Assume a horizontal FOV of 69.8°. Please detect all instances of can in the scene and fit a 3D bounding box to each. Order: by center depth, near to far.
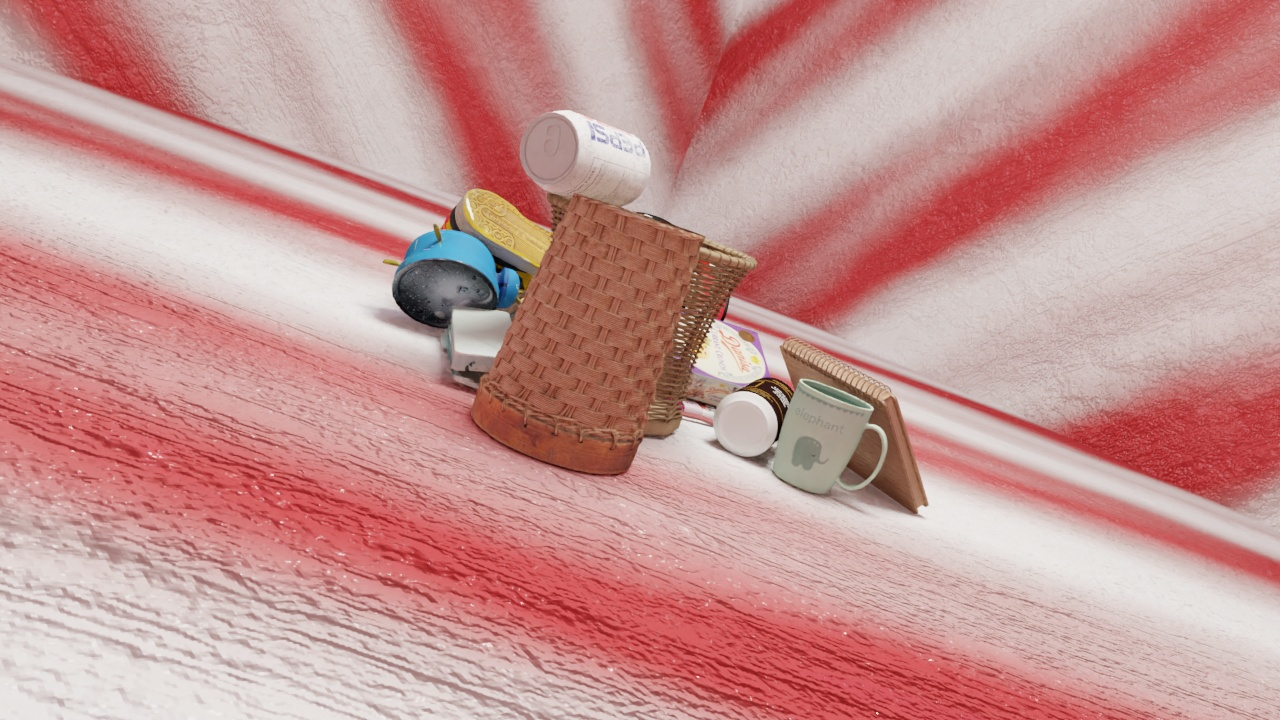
[{"bbox_3d":[-0.052,-0.197,0.905,0.078,0.078,0.136,25,13,25],"label":"can"},{"bbox_3d":[0.132,0.061,1.034,0.072,0.072,0.128,24,15,17],"label":"can"}]

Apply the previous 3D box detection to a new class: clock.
[{"bbox_3d":[-0.206,-0.083,1.045,0.161,0.117,0.060,38,37,-40],"label":"clock"}]

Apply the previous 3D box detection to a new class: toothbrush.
[{"bbox_3d":[0.077,0.069,1.082,0.184,0.016,0.015,13,19,-28],"label":"toothbrush"}]

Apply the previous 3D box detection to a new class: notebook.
[{"bbox_3d":[0.245,0.068,1.075,0.210,0.022,0.169,38,-24,60],"label":"notebook"}]

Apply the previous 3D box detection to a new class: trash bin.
[{"bbox_3d":[-0.043,-0.028,0.788,0.151,0.210,0.151,19,10,-4],"label":"trash bin"}]

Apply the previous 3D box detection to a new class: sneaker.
[{"bbox_3d":[-0.147,-0.114,1.127,0.238,0.085,0.122,27,-39,-34],"label":"sneaker"}]

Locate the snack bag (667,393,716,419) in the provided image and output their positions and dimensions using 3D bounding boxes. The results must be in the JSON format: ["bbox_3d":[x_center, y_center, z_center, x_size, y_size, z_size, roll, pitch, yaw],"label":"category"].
[{"bbox_3d":[0.085,0.061,1.133,0.196,0.016,0.070,15,13,-29],"label":"snack bag"}]

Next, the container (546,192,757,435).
[{"bbox_3d":[-0.018,-0.049,0.970,0.227,0.196,0.226,18,12,-4],"label":"container"}]

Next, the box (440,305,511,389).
[{"bbox_3d":[-0.164,-0.015,0.941,0.085,0.070,0.199,37,5,-21],"label":"box"}]

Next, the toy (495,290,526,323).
[{"bbox_3d":[-0.151,-0.060,1.201,0.106,0.085,0.074,1,47,13],"label":"toy"}]

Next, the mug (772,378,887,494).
[{"bbox_3d":[0.200,0.088,0.961,0.111,0.104,0.084,23,10,20],"label":"mug"}]

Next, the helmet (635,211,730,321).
[{"bbox_3d":[0.002,-0.152,1.602,0.224,0.198,0.271,16,19,-27],"label":"helmet"}]

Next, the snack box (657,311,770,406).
[{"bbox_3d":[0.089,-0.001,1.161,0.148,0.041,0.143,16,33,-16],"label":"snack box"}]
